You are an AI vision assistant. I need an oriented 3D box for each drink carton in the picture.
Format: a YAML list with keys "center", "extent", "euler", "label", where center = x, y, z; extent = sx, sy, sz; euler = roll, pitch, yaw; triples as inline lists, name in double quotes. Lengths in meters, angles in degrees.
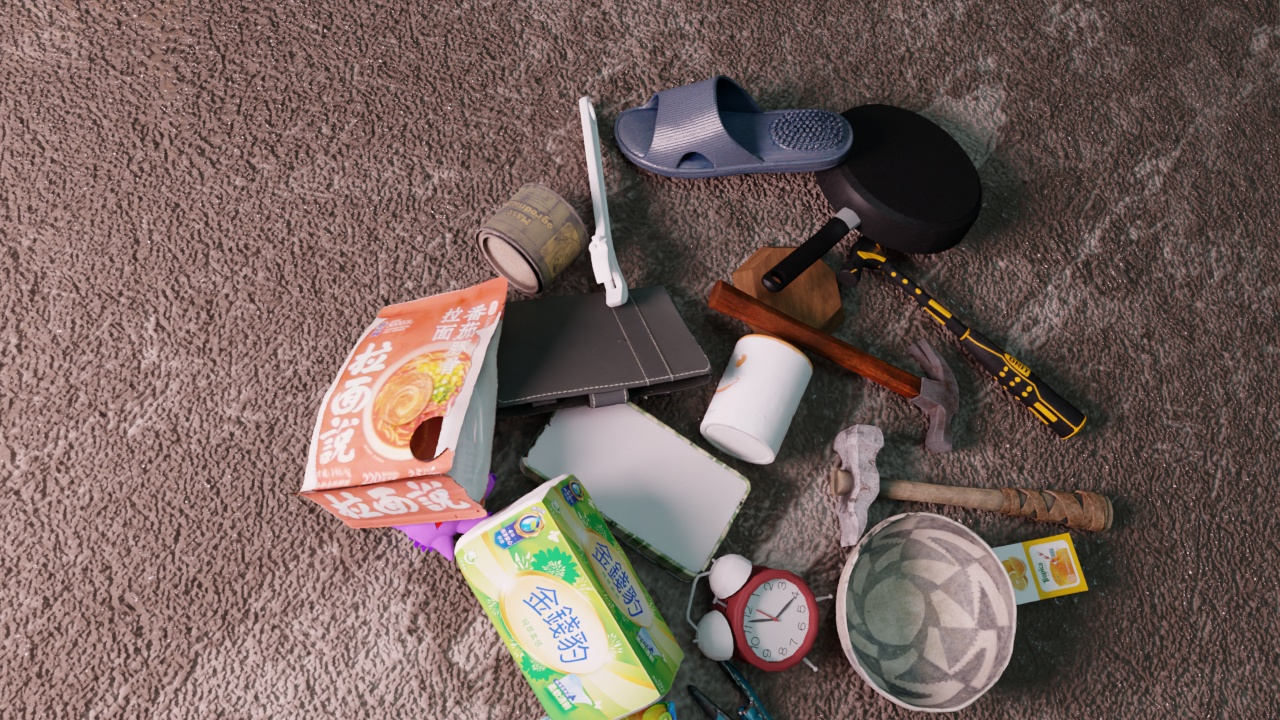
- center: [-0.031, 0.326, 0.803]
  extent: [0.128, 0.039, 0.044]
  euler: [-4, 71, -14]
  label: "drink carton"
- center: [0.382, 0.217, 0.933]
  extent: [0.122, 0.040, 0.058]
  euler: [-7, 72, -15]
  label: "drink carton"

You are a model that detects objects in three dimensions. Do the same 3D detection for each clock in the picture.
- center: [0.106, 0.235, 0.847]
  extent: [0.137, 0.048, 0.096]
  euler: [20, 76, -20]
  label: "clock"

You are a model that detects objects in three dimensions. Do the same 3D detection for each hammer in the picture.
- center: [0.347, 0.144, 0.954]
  extent: [0.318, 0.049, 0.121]
  euler: [8, 73, -11]
  label: "hammer"
- center: [0.205, -0.010, 0.956]
  extent: [0.300, 0.028, 0.110]
  euler: [24, 61, -15]
  label: "hammer"
- center: [0.363, -0.030, 1.021]
  extent: [0.320, 0.036, 0.123]
  euler: [41, 52, 3]
  label: "hammer"

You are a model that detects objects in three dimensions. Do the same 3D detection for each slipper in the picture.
- center: [0.098, -0.257, 0.993]
  extent: [0.264, 0.083, 0.101]
  euler: [4, 63, 8]
  label: "slipper"

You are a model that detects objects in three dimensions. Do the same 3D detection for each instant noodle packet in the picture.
- center: [-0.200, 0.030, 0.825]
  extent: [0.165, 0.084, 0.220]
  euler: [-10, 54, 28]
  label: "instant noodle packet"

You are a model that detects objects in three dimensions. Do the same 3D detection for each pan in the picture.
- center: [0.250, -0.175, 1.015]
  extent: [0.204, 0.044, 0.354]
  euler: [44, 56, 11]
  label: "pan"

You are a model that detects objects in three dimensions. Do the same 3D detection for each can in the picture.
- center: [-0.110, -0.120, 0.923]
  extent: [0.090, 0.090, 0.074]
  euler: [39, 66, 3]
  label: "can"

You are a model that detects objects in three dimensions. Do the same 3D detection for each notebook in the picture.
- center: [-0.051, -0.014, 0.892]
  extent: [0.209, 0.029, 0.169]
  euler: [-10, 41, -12]
  label: "notebook"

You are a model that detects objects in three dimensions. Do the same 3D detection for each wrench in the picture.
- center: [-0.044, -0.175, 0.964]
  extent: [0.018, 0.066, 0.272]
  euler: [-15, 59, 11]
  label: "wrench"

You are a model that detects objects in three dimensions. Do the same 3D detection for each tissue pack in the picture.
- center: [-0.051, 0.198, 0.799]
  extent: [0.120, 0.141, 0.197]
  euler: [-25, 92, 19]
  label: "tissue pack"

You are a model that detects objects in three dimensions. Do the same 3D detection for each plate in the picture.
- center: [0.166, -0.074, 1.002]
  extent: [0.131, 0.025, 0.131]
  euler: [4, 69, -11]
  label: "plate"

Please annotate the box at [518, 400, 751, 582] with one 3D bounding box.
- center: [-0.006, 0.113, 0.884]
  extent: [0.205, 0.050, 0.117]
  euler: [32, 70, 1]
  label: "box"

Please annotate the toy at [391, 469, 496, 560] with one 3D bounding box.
- center: [-0.181, 0.130, 0.835]
  extent: [0.106, 0.056, 0.088]
  euler: [26, 70, 9]
  label: "toy"

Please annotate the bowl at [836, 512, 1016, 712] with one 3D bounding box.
- center: [0.259, 0.238, 0.875]
  extent: [0.178, 0.081, 0.178]
  euler: [2, 77, -11]
  label: "bowl"

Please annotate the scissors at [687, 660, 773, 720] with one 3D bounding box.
- center: [0.106, 0.332, 0.842]
  extent: [0.126, 0.019, 0.144]
  euler: [2, 71, -12]
  label: "scissors"

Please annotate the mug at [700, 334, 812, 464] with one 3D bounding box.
- center: [0.116, 0.039, 0.919]
  extent: [0.082, 0.082, 0.105]
  euler: [27, 68, -2]
  label: "mug"
